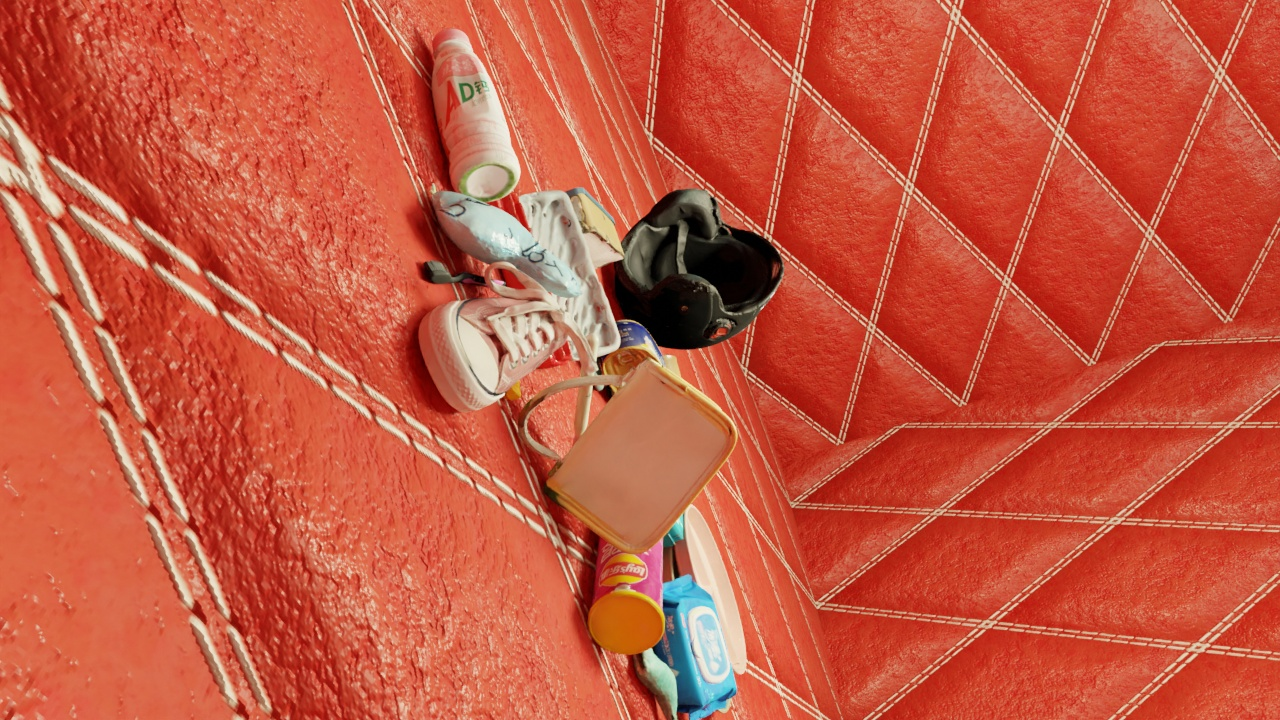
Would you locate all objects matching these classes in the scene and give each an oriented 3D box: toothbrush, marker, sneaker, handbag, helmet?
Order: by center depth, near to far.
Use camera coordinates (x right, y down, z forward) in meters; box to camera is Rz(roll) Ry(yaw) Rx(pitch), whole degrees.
[{"bbox_3d":[-0.103,-0.024,0.771,0.118,0.088,0.240,65,16,-3],"label":"sneaker"},{"bbox_3d":[-0.156,-0.076,0.836,0.018,0.014,0.189,59,9,3],"label":"toothbrush"},{"bbox_3d":[-0.021,0.072,0.861,0.178,0.163,0.063,38,4,-15],"label":"handbag"},{"bbox_3d":[-0.127,-0.012,0.868,0.018,0.015,0.123,52,18,-48],"label":"marker"},{"bbox_3d":[-0.054,0.049,0.890,0.029,0.020,0.190,-121,-151,-44],"label":"toothbrush"},{"bbox_3d":[0.089,-0.130,1.517,0.231,0.274,0.233,101,-7,-53],"label":"helmet"}]

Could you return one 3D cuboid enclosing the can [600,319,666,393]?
[{"bbox_3d":[-0.007,0.007,1.188,0.148,0.075,0.049,57,15,-54],"label":"can"}]

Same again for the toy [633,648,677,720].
[{"bbox_3d":[0.014,0.320,0.957,0.096,0.030,0.092,-107,173,-45],"label":"toy"}]

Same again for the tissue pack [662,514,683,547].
[{"bbox_3d":[0.017,0.171,1.179,0.133,0.050,0.093,-84,151,-68],"label":"tissue pack"}]

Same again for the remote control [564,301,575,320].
[{"bbox_3d":[-0.090,-0.070,1.134,0.136,0.024,0.053,-72,143,-73],"label":"remote control"}]

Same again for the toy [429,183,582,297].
[{"bbox_3d":[-0.126,-0.109,0.838,0.156,0.050,0.161,34,7,7],"label":"toy"}]

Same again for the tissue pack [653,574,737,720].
[{"bbox_3d":[0.059,0.325,1.049,0.094,0.052,0.157,9,61,-55],"label":"tissue pack"}]

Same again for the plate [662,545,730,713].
[{"bbox_3d":[0.071,0.348,1.207,0.230,0.027,0.230,-18,89,-80],"label":"plate"}]

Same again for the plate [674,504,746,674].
[{"bbox_3d":[0.091,0.307,1.230,0.229,0.028,0.229,-20,89,-79],"label":"plate"}]

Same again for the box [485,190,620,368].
[{"bbox_3d":[-0.102,-0.093,1.012,0.159,0.064,0.201,-14,84,-60],"label":"box"}]

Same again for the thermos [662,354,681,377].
[{"bbox_3d":[0.030,0.069,1.283,0.093,0.093,0.143,38,41,-71],"label":"thermos"}]

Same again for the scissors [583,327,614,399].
[{"bbox_3d":[-0.055,-0.012,1.231,0.172,0.019,0.176,58,16,-48],"label":"scissors"}]

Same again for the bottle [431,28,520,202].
[{"bbox_3d":[-0.173,-0.253,0.925,0.068,0.068,0.196,51,19,-61],"label":"bottle"}]

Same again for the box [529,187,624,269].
[{"bbox_3d":[-0.080,-0.158,1.170,0.184,0.090,0.063,24,47,-79],"label":"box"}]

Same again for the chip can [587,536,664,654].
[{"bbox_3d":[-0.011,0.199,0.932,0.210,0.071,0.071,-87,156,-65],"label":"chip can"}]
